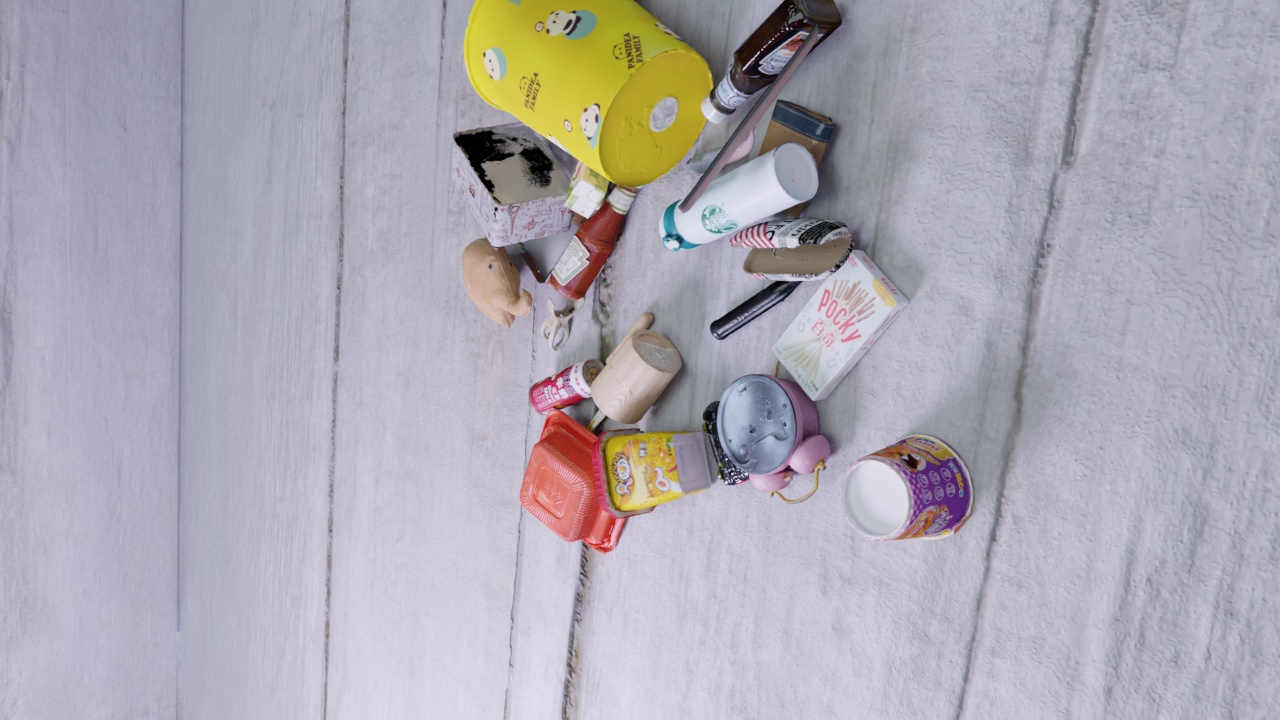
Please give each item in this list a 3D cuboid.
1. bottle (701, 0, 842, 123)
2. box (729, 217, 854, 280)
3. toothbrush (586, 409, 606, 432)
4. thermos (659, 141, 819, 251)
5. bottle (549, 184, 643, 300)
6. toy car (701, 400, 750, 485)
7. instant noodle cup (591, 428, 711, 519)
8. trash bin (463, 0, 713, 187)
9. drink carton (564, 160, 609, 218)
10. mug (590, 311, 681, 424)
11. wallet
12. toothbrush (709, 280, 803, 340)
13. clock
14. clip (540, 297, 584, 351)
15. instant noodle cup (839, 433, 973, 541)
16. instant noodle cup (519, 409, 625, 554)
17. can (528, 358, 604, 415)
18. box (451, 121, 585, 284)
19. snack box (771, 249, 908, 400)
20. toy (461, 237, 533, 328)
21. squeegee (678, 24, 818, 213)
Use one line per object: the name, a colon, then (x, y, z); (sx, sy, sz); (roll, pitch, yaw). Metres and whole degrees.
bottle: (0.139, -0.340, 1.049); (0.195, 0.079, 0.044); (-35, 70, 50)
box: (0.175, -0.121, 1.034); (0.164, 0.074, 0.081); (6, 123, 57)
toothbrush: (-0.071, 0.101, 1.346); (0.016, 0.018, 0.192); (53, 125, 26)
thermos: (0.103, -0.181, 1.068); (0.225, 0.073, 0.073); (-17, 80, 54)
bottle: (-0.056, -0.178, 1.283); (0.059, 0.059, 0.206); (52, 121, 31)
toy car: (0.110, 0.101, 1.139); (0.049, 0.031, 0.106); (-33, 70, 42)
instant noodle cup: (0.017, 0.140, 1.191); (0.124, 0.115, 0.116); (-14, 81, 35)
trash bin: (-0.059, -0.364, 1.164); (0.255, 0.229, 0.230); (44, 122, 30)
drink carton: (-0.066, -0.252, 1.256); (0.054, 0.045, 0.122); (-48, 22, 38)
mug: (-0.007, 0.007, 1.235); (0.104, 0.084, 0.124); (-52, 30, 33)
wallet: (0.172, -0.232, 1.055); (0.090, 0.033, 0.115); (40, 121, 41)
toothbrush: (0.163, -0.080, 1.078); (0.027, 0.026, 0.213); (49, 131, -10)
clock: (0.158, 0.090, 1.068); (0.117, 0.059, 0.158); (-38, 64, 40)
clip: (-0.121, -0.059, 1.374); (0.034, 0.061, 0.097); (53, 137, 32)
instant noodle cup: (0.263, 0.133, 0.930); (0.112, 0.099, 0.111); (1, 92, 46)
instant noodle cup: (-0.101, 0.182, 1.323); (0.189, 0.078, 0.165); (32, 119, 28)
can: (-0.107, 0.039, 1.350); (0.133, 0.053, 0.053); (-24, 75, 45)
box: (-0.186, -0.225, 1.370); (0.183, 0.156, 0.193); (57, 149, 31)
snack box: (0.218, -0.037, 1.020); (0.084, 0.026, 0.157); (55, 129, 29)
toy: (-0.218, -0.120, 1.391); (0.143, 0.082, 0.226); (67, 166, -15)
squeegee: (0.099, -0.245, 1.066); (0.247, 0.040, 0.250); (-54, 11, -6)
